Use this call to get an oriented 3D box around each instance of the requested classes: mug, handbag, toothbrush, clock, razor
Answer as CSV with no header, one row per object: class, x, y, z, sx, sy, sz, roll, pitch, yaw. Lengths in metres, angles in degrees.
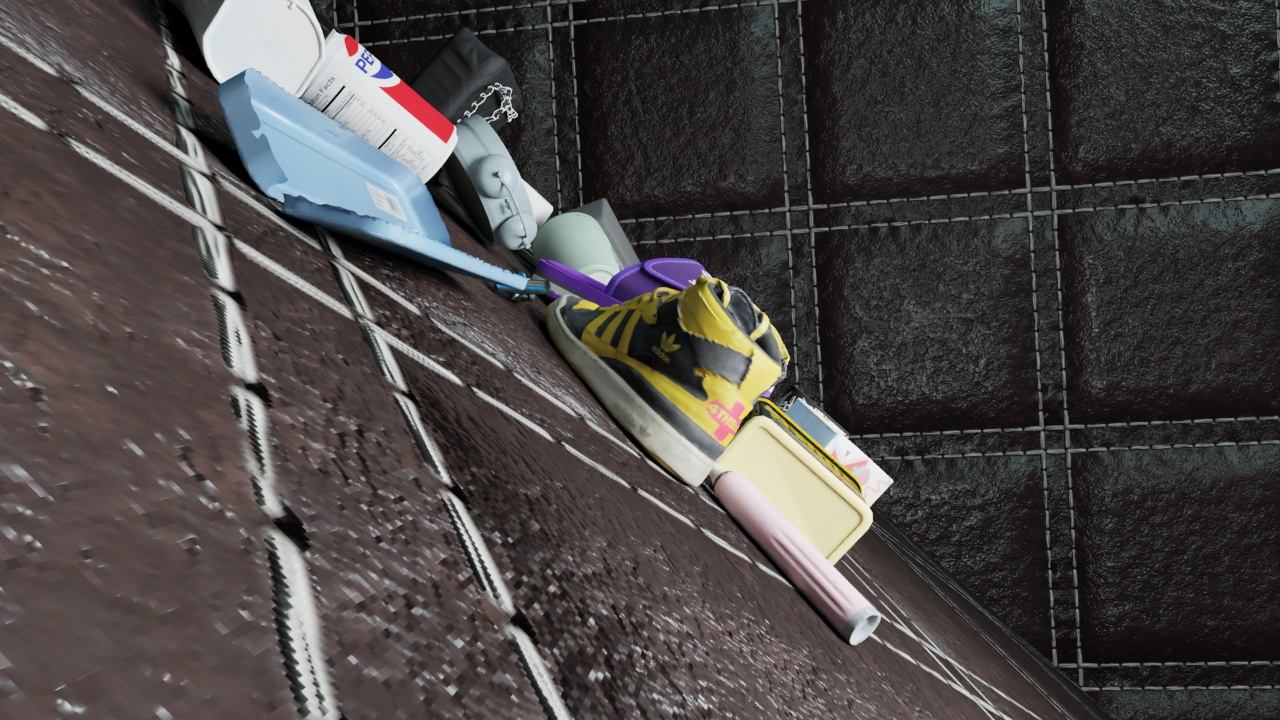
mug,-0.165,-0.189,1.073,0.115,0.068,0.094,42,5,6
handbag,-0.188,-0.255,0.997,0.115,0.153,0.125,39,0,15
toothbrush,0.078,0.103,0.626,0.026,0.027,0.222,-2,34,-38
mug,0.160,0.085,1.004,0.082,0.098,0.118,40,5,-12
clock,-0.146,-0.166,0.881,0.159,0.045,0.123,45,-21,47
mug,-0.063,-0.092,1.018,0.104,0.084,0.111,-120,-169,-47
razor,-0.099,-0.061,0.755,0.042,0.022,0.144,4,8,-9

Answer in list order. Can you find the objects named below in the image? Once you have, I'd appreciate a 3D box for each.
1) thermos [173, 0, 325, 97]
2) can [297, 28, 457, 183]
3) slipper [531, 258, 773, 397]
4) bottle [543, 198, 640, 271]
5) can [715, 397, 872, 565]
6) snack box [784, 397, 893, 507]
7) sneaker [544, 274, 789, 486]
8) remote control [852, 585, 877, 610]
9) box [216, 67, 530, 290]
thermos,-0.278,-0.252,0.639,0.099,0.099,0.220,37,11,-42
can,-0.228,-0.214,0.790,0.132,0.070,0.070,39,6,-27
slipper,0.016,-0.061,0.846,0.267,0.084,0.107,27,6,34
bottle,-0.043,-0.108,1.124,0.046,0.084,0.174,-88,154,-45
can,0.120,0.098,0.749,0.131,0.072,0.101,42,8,2
snack box,0.163,0.108,0.866,0.094,0.093,0.079,39,6,-31
sneaker,0.015,-0.020,0.674,0.086,0.122,0.238,39,6,-40
remote control,0.111,0.135,0.669,0.147,0.015,0.033,42,5,10
box,-0.138,-0.079,0.503,0.125,0.043,0.209,44,5,9
